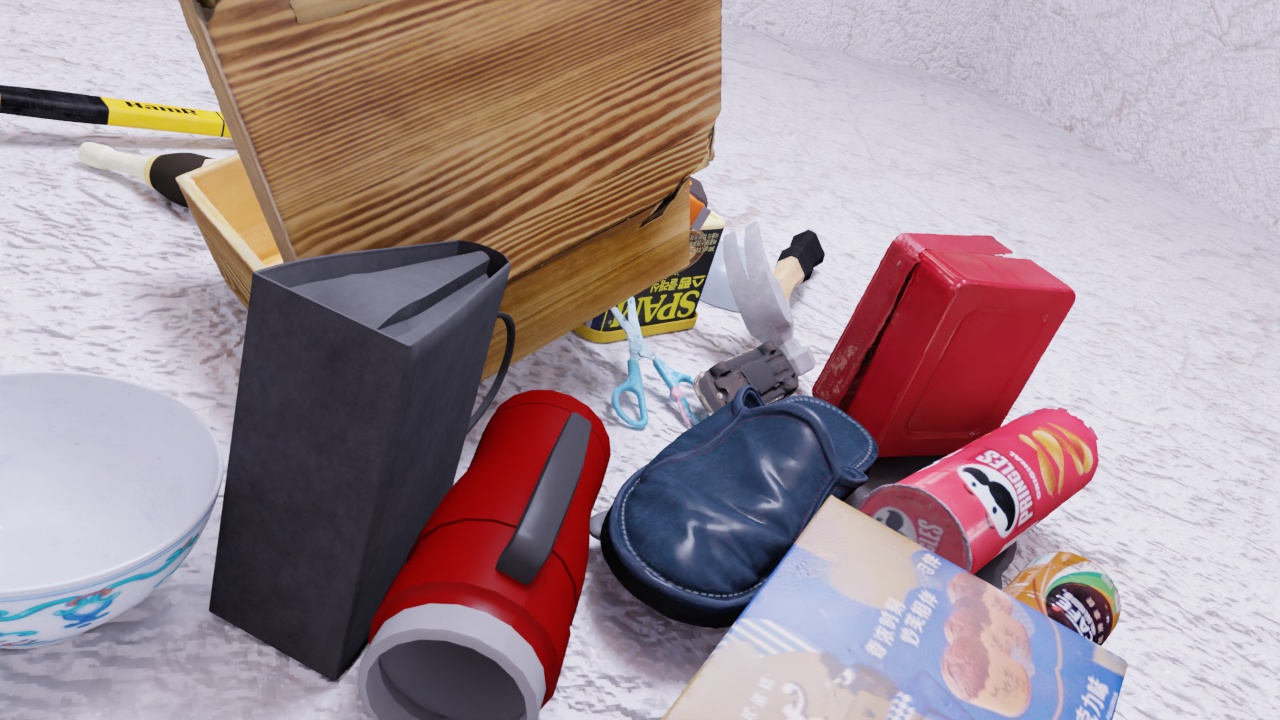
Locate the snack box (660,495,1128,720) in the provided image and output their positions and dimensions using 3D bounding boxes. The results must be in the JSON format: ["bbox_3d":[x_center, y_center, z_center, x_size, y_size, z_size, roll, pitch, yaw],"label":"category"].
[{"bbox_3d":[0.098,0.172,0.393,0.155,0.069,0.202,29,41,22],"label":"snack box"}]

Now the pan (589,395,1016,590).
[{"bbox_3d":[0.118,0.098,0.623,0.353,0.024,0.216,-2,34,-33],"label":"pan"}]

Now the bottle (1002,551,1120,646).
[{"bbox_3d":[0.213,0.168,0.519,0.166,0.059,0.059,-24,48,-40],"label":"bottle"}]

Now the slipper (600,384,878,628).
[{"bbox_3d":[0.077,0.058,0.556,0.109,0.084,0.264,34,34,23],"label":"slipper"}]

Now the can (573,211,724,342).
[{"bbox_3d":[-0.001,-0.084,0.797,0.135,0.104,0.075,-11,39,-42],"label":"can"}]

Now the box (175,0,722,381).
[{"bbox_3d":[-0.124,-0.162,0.549,0.278,0.337,0.286,-31,53,-27],"label":"box"}]

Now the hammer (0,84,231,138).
[{"bbox_3d":[-0.455,-0.222,0.835,0.323,0.034,0.170,-6,37,-46],"label":"hammer"}]

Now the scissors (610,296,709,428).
[{"bbox_3d":[-0.008,0.002,0.704,0.094,0.015,0.142,-19,59,-37],"label":"scissors"}]

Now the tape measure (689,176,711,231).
[{"bbox_3d":[0.022,-0.134,0.748,0.058,0.038,0.058,24,26,-18],"label":"tape measure"}]

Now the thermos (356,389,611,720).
[{"bbox_3d":[-0.061,0.086,0.455,0.084,0.108,0.198,32,27,-8],"label":"thermos"}]

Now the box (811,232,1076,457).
[{"bbox_3d":[0.223,-0.009,0.684,0.129,0.158,0.097,-2,39,-30],"label":"box"}]

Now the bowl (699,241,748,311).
[{"bbox_3d":[0.089,-0.091,0.931,0.106,0.039,0.106,14,28,-8],"label":"bowl"}]

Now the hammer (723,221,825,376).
[{"bbox_3d":[0.146,-0.085,0.906,0.039,0.131,0.327,-22,8,22],"label":"hammer"}]

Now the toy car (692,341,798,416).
[{"bbox_3d":[0.081,0.020,0.723,0.112,0.041,0.048,-20,76,-45],"label":"toy car"}]

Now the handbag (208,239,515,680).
[{"bbox_3d":[-0.111,0.025,0.470,0.072,0.176,0.195,24,25,11],"label":"handbag"}]

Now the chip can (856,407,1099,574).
[{"bbox_3d":[0.230,0.087,0.603,0.232,0.073,0.073,-14,41,-45],"label":"chip can"}]

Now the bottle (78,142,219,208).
[{"bbox_3d":[-0.389,-0.154,0.768,0.184,0.045,0.045,16,27,12],"label":"bottle"}]

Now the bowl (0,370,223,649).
[{"bbox_3d":[-0.260,0.074,0.396,0.144,0.074,0.143,14,28,-8],"label":"bowl"}]
